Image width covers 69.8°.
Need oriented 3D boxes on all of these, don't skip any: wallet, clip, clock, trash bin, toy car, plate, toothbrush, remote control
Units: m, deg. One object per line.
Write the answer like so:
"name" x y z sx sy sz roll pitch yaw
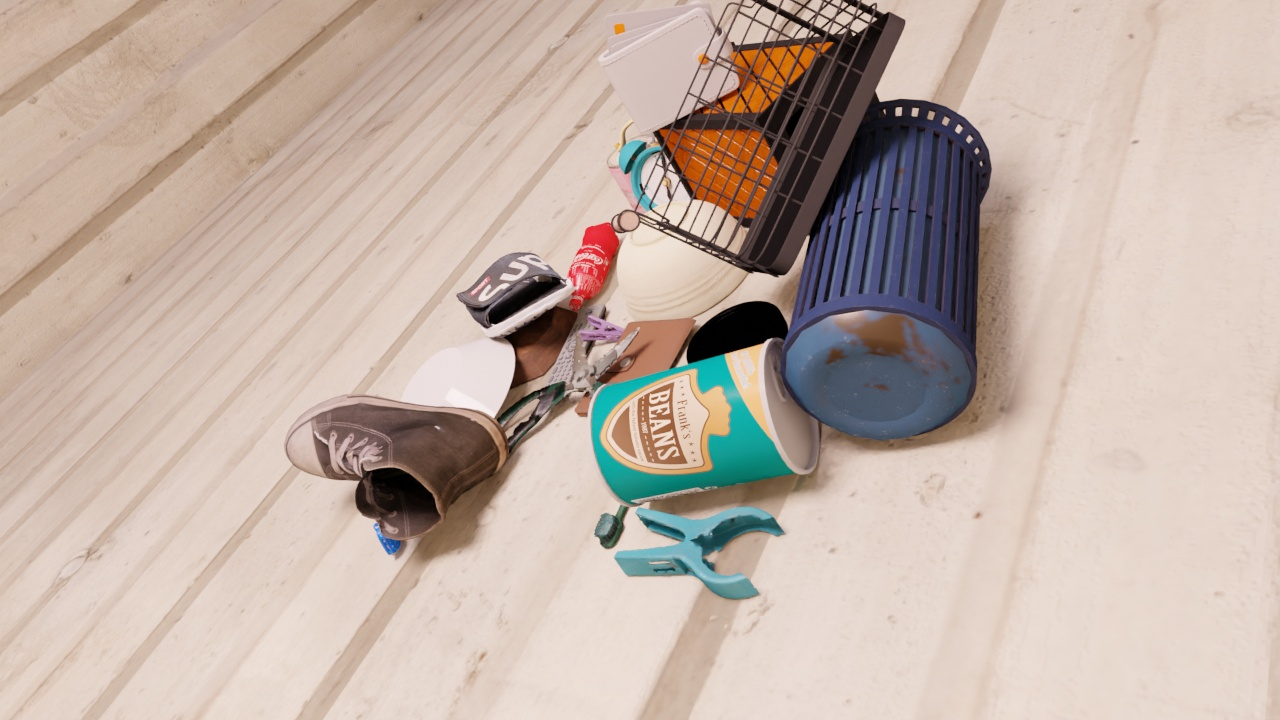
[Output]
"wallet" 0.024 -0.292 0.878 0.119 0.115 0.037 -23 34 18
"clip" -0.037 -0.032 0.944 0.050 0.013 0.029 9 50 20
"clock" 0.026 -0.217 1.035 0.099 0.130 0.043 -12 20 34
"trash bin" 0.134 -0.231 0.941 0.139 0.140 0.172 -46 33 -17
"toy car" -0.221 0.142 0.884 0.062 0.033 0.092 -23 27 -4
"clip" 0.050 0.120 0.663 0.130 0.030 0.120 16 62 50
"plate" -0.209 0.036 0.970 0.174 0.036 0.173 -29 39 26
"wallet" -0.005 0.005 0.876 0.088 0.013 0.120 -2 46 42
"plate" -0.130 -0.021 1.015 0.131 0.025 0.131 -24 33 17
"trash bin" 0.185 -0.068 0.683 0.140 0.139 0.248 -12 40 32
"toothbrush" 0.005 0.075 0.771 0.016 0.017 0.189 -8 41 38
"clock" 0.094 -0.001 0.765 0.091 0.042 0.121 -44 33 -14
"remote control" -0.068 -0.009 0.953 0.033 0.013 0.136 -11 39 33

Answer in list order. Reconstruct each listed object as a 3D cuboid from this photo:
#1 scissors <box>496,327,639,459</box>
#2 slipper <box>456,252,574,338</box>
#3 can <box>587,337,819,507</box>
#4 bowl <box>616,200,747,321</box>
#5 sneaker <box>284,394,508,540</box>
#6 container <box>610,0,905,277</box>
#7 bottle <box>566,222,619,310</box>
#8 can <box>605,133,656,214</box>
"scissors" -0.063 0.054 0.852 0.202 0.015 0.205 -42 37 7
"slipper" -0.151 -0.085 1.039 0.111 0.063 0.264 -32 16 -8
"can" 0.047 0.049 0.688 0.144 0.099 0.099 -16 36 28
"bowl" 0.035 -0.113 0.939 0.151 0.075 0.150 -24 33 16
"sneaker" -0.253 0.099 0.852 0.235 0.095 0.119 6 26 19
"container" 0.085 -0.190 0.733 0.163 0.130 0.241 -121 55 -81
"bottle" -0.057 -0.106 1.045 0.042 0.042 0.141 -15 37 28
"can" 0.004 -0.226 1.115 0.067 0.076 0.067 -24 34 17
